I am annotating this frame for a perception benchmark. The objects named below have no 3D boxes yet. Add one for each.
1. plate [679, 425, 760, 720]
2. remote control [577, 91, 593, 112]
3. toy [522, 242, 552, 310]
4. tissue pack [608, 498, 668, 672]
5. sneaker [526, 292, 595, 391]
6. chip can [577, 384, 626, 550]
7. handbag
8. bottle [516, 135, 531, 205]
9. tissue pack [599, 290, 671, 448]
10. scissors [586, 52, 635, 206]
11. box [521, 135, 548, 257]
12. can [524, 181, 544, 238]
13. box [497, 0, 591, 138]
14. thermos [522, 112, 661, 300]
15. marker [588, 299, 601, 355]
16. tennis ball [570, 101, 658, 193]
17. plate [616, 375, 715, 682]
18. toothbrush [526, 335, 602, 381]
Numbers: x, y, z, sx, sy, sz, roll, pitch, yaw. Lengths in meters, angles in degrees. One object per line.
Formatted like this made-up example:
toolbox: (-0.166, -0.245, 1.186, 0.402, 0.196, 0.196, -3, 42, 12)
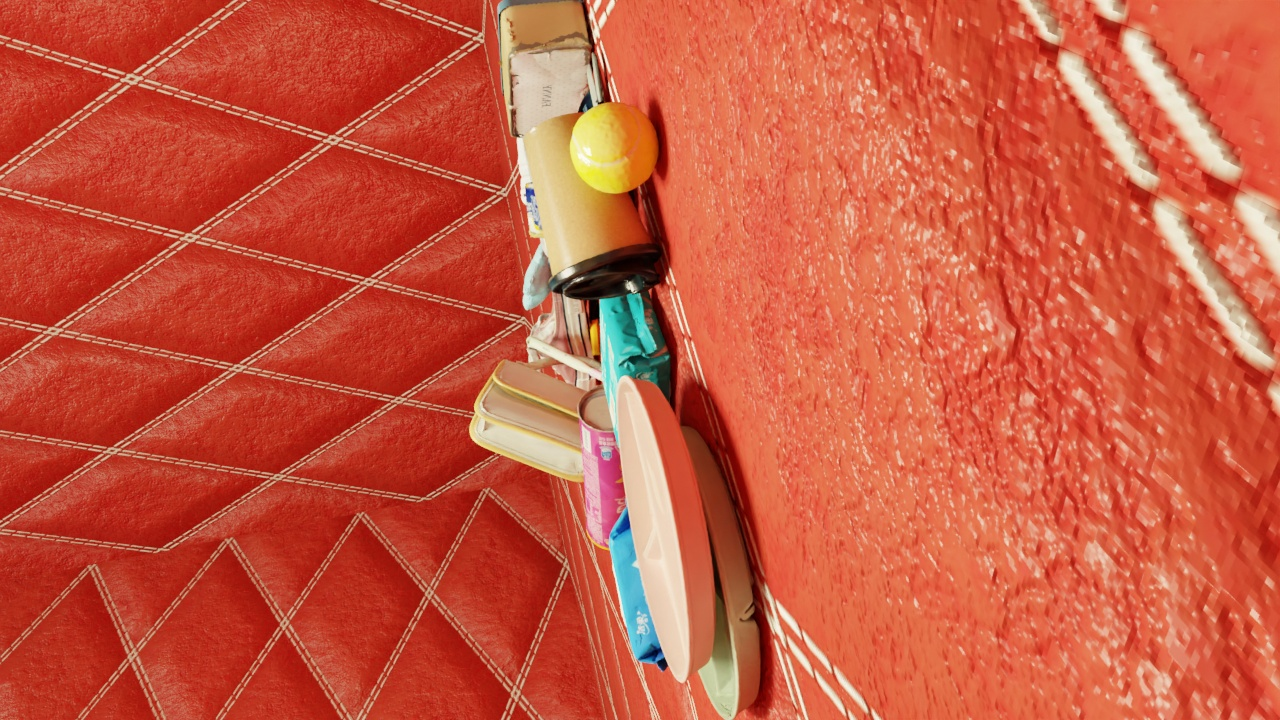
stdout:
plate: (0.049, 0.158, 0.711, 0.230, 0.027, 0.230, 169, 91, -80)
remote control: (-0.054, -0.214, 0.947, 0.137, 0.024, 0.053, 92, 164, -53)
toy: (-0.119, -0.132, 1.230, 0.162, 0.050, 0.156, 103, -167, -67)
tissue pack: (0.008, 0.203, 0.860, 0.095, 0.052, 0.157, 17, -119, -78)
sneaker: (-0.111, -0.025, 1.258, 0.241, 0.088, 0.118, 87, 175, -63)
chip can: (-0.030, 0.123, 1.023, 0.071, 0.071, 0.211, -109, 13, -44)
handbag: (-0.105, 0.045, 1.120, 0.063, 0.163, 0.178, 112, 179, -45)
bottle: (-0.133, -0.306, 1.210, 0.068, 0.068, 0.197, -161, 65, -80)
tissue pack: (-0.005, 0.005, 0.803, 0.134, 0.050, 0.093, 90, 168, -47)
scissors: (-0.028, -0.195, 0.833, 0.172, 0.019, 0.177, -123, 25, -70)
box: (-0.086, -0.185, 1.064, 0.160, 0.063, 0.201, 50, -155, -68)
can: (-0.068, -0.143, 0.846, 0.148, 0.074, 0.049, -137, 40, -74)
box: (-0.098, -0.298, 0.933, 0.184, 0.089, 0.063, 117, 143, -71)
thermos: (-0.043, -0.118, 0.732, 0.093, 0.093, 0.143, 134, 118, -79)
marker: (-0.060, -0.067, 1.180, 0.018, 0.015, 0.124, -115, 20, -73)
tennis ball: (-0.019, -0.155, 0.670, 0.065, 0.065, 0.065, 169, 91, -81)
plate: (0.018, 0.123, 0.693, 0.229, 0.028, 0.229, 170, 91, -82)
toothbrush: (-0.083, 0.002, 1.115, 0.190, 0.020, 0.029, 26, 113, 44)
